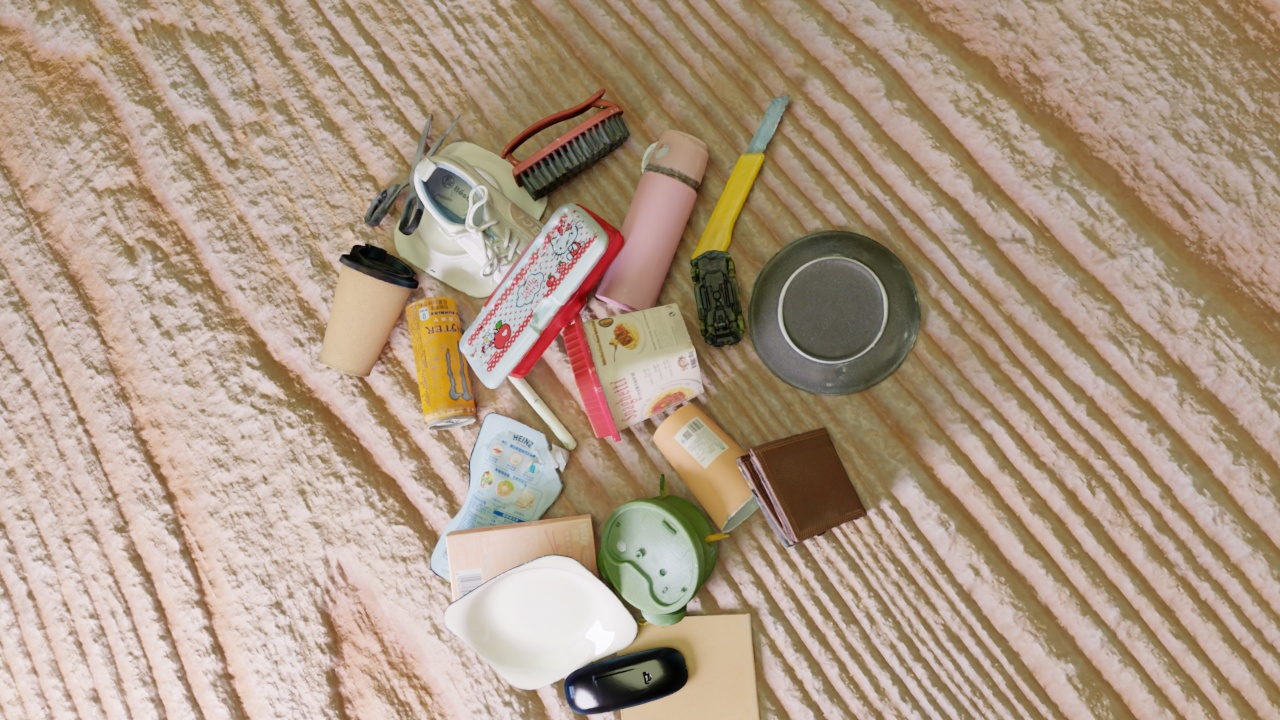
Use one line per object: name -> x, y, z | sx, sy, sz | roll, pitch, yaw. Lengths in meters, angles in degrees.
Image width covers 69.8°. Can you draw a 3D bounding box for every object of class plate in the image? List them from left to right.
plate -> -0.206, -0.171, 1.078 | 0.164, 0.034, 0.164 | 29, 89, 16
plate -> -0.101, 0.264, 0.952 | 0.164, 0.034, 0.164 | -29, 120, 13
plate -> 0.201, -0.052, 0.961 | 0.179, 0.024, 0.179 | -2, 82, 14

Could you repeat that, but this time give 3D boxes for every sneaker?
sneaker -> -0.151, -0.133, 1.001 | 0.089, 0.090, 0.242 | -44, 94, 5

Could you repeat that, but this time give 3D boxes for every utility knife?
utility knife -> 0.111, -0.191, 1.007 | 0.033, 0.015, 0.223 | 26, 92, 16

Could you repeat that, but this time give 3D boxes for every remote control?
remote control -> -0.018, 0.335, 0.954 | 0.136, 0.024, 0.053 | -19, 78, 12

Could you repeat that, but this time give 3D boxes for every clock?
clock -> 0.014, 0.206, 0.939 | 0.116, 0.056, 0.161 | 41, 118, 22

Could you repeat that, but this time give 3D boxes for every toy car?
toy car -> 0.084, -0.066, 0.987 | 0.048, 0.032, 0.105 | -10, 86, 13

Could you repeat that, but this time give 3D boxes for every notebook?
notebook -> 0.051, 0.371, 0.949 | 0.148, 0.008, 0.207 | -7, 80, 14

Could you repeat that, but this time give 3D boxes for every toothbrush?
toothbrush -> -0.136, 0.031, 1.040 | 0.020, 0.029, 0.189 | -33, 73, -34

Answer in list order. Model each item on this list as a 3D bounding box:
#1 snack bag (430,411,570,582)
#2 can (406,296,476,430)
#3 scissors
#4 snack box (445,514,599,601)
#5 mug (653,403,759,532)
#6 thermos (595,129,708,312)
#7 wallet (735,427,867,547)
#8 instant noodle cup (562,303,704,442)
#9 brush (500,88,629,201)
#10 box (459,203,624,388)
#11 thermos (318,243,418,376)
snack bag -> -0.155, 0.163, 1.016 | 0.110, 0.039, 0.191 | 22, 87, 16
can -> -0.227, 0.003, 1.046 | 0.058, 0.058, 0.146 | -15, 79, 12
scissors -> -0.271, -0.219, 1.092 | 0.160, 0.014, 0.180 | -23, 54, 29
snack box -> -0.125, 0.217, 0.981 | 0.157, 0.026, 0.084 | -7, 89, -2
mug -> 0.073, 0.107, 0.948 | 0.078, 0.078, 0.123 | -45, 70, 5
thermos -> 0.009, -0.152, 1.008 | 0.087, 0.067, 0.198 | 17, 87, 46
wallet -> 0.163, 0.124, 0.906 | 0.032, 0.124, 0.101 | -44, 65, 44
instant noodle cup -> -0.006, 0.006, 0.957 | 0.124, 0.116, 0.116 | -18, 50, -1
brush -> -0.083, -0.247, 1.034 | 0.145, 0.063, 0.069 | -34, 90, -4
box -> -0.097, -0.059, 0.943 | 0.202, 0.095, 0.100 | -51, 31, 13
thermos -> -0.320, -0.058, 1.068 | 0.093, 0.093, 0.143 | 25, 97, 16
